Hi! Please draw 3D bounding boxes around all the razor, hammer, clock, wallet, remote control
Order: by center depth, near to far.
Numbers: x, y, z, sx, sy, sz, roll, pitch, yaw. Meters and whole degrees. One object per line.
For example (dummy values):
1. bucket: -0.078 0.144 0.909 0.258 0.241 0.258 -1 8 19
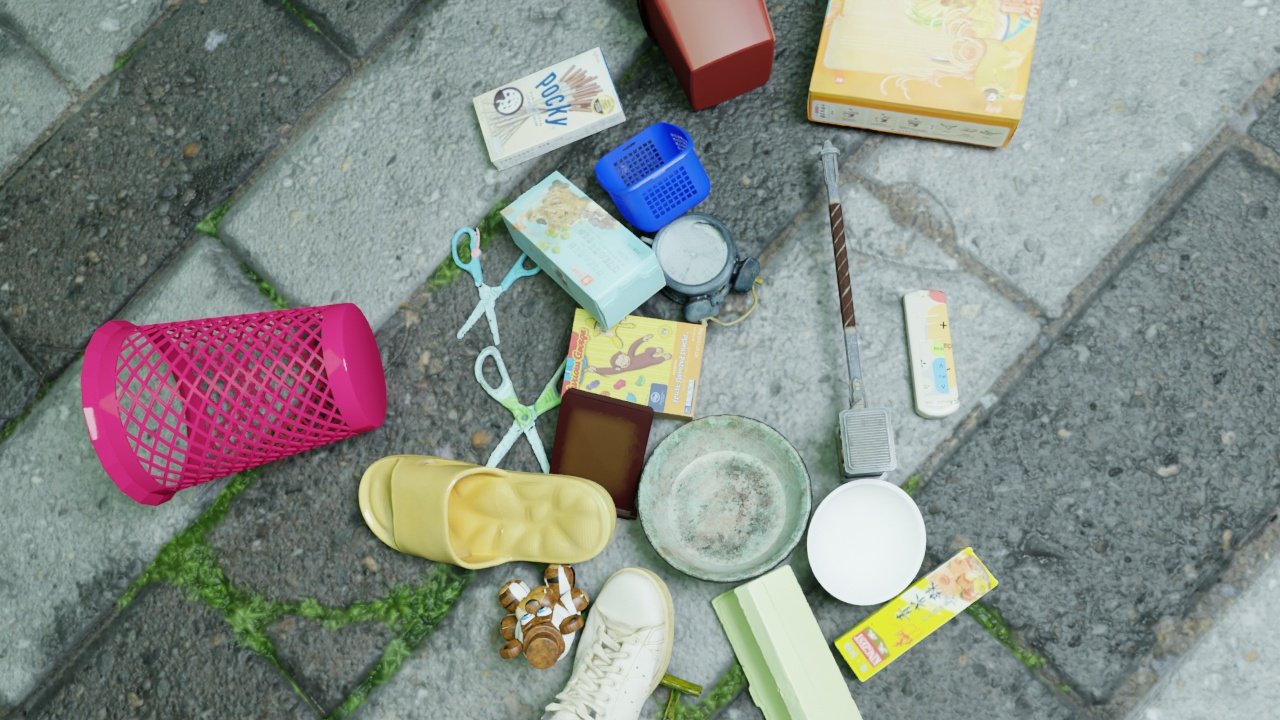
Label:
1. razor: 0.021 0.339 0.828 0.042 0.026 0.106 17 85 11
2. hammer: 0.189 -0.053 0.844 0.044 0.098 0.321 -6 77 8
3. remote control: 0.273 -0.008 0.862 0.038 0.018 0.125 -5 75 9
4. wallet: -0.038 0.090 0.868 0.091 0.018 0.116 13 109 5
5. clock: 0.062 -0.089 0.900 0.090 0.052 0.129 -38 79 0

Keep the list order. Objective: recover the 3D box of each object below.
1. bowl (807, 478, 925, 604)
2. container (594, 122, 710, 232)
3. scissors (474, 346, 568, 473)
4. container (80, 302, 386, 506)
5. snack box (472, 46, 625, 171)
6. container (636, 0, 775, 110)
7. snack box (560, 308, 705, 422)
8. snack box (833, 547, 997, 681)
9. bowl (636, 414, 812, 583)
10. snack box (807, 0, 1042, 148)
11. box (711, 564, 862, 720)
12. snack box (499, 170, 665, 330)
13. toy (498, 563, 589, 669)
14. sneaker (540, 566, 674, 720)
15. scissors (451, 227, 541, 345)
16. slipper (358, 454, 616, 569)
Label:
1. bowl: 0.194 0.158 0.820 0.110 0.040 0.110 0 91 -11
2. container: 0.014 -0.178 0.900 0.096 0.058 0.114 -33 31 1
3. scissors: -0.120 0.055 0.920 0.168 0.023 0.171 37 83 10
4. container: -0.378 0.028 0.896 0.226 0.183 0.183 -12 76 -1
5. snack box: -0.098 -0.268 0.979 0.150 0.026 0.082 -21 74 6
6. container: 0.058 -0.372 0.913 0.127 0.148 0.200 -21 84 4
7. snack box: -0.005 0.005 0.888 0.126 0.040 0.088 8 79 6
8. snack box: 0.242 0.223 0.810 0.148 0.029 0.040 -36 74 1
9. bowl: 0.077 0.129 0.842 0.157 0.038 0.157 -4 64 9
10. snack box: 0.273 -0.296 0.892 0.195 0.080 0.145 12 80 12
11. box: 0.140 0.278 0.805 0.077 0.089 0.188 -17 72 -26
12. snack box: -0.058 -0.110 0.893 0.075 0.053 0.174 -39 54 -10
13. toy: -0.088 0.235 0.827 0.087 0.112 0.067 -23 97 0
14. sneaker: -0.044 0.297 0.795 0.089 0.102 0.241 8 82 34
15. scissors: -0.146 -0.084 0.957 0.126 0.015 0.136 -16 82 7
16. slipper: -0.155 0.147 0.859 0.264 0.078 0.099 2 96 14
